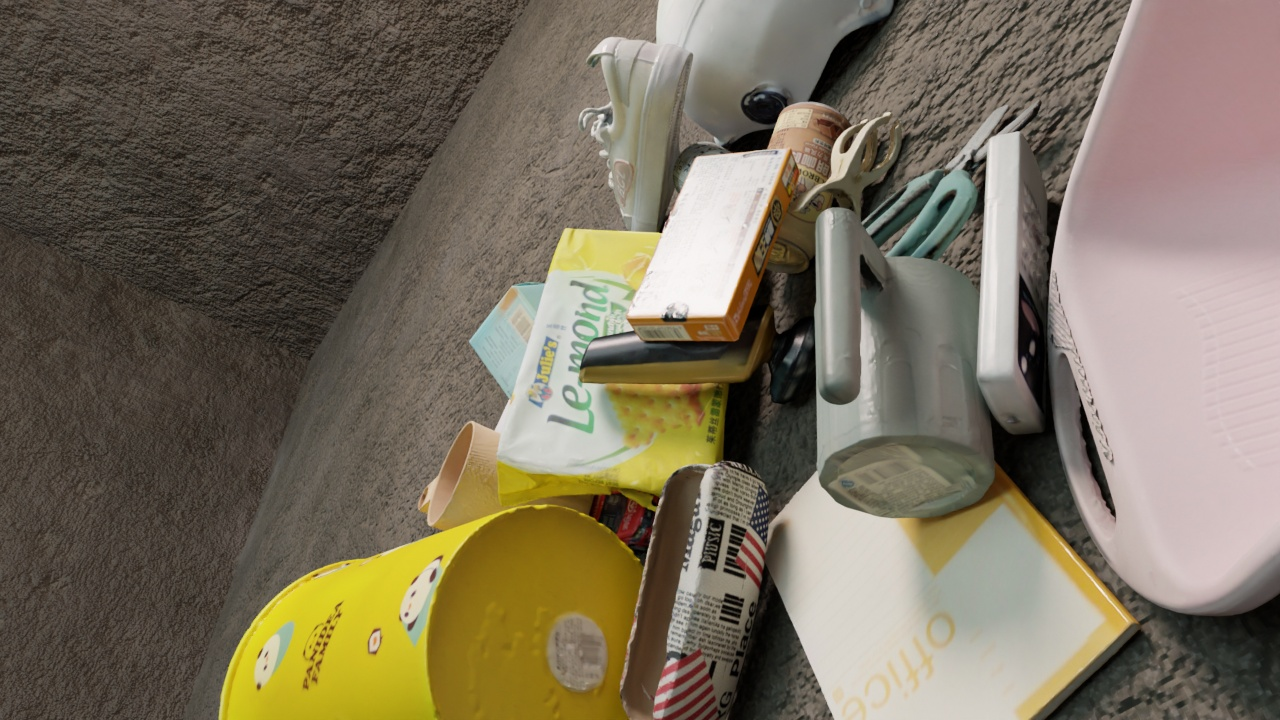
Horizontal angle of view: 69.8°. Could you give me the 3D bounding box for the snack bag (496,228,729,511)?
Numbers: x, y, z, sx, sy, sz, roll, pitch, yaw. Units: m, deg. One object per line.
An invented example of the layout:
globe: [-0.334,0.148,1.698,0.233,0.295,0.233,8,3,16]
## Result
snack bag: [-0.004,0.004,0.689,0.068,0.158,0.245,76,-158,-55]

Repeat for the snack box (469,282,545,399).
snack box: [-0.067,0.021,0.780,0.074,0.051,0.175,-47,71,30]

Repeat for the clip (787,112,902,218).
clip: [0.142,-0.130,0.635,0.099,0.066,0.034,-56,22,-11]

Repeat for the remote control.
remote control: [0.184,-0.039,0.445,0.021,0.058,0.149,-8,56,35]

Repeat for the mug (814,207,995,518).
mug: [0.116,0.003,0.439,0.084,0.124,0.103,-18,47,32]

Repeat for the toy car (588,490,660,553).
toy car: [-0.023,0.124,0.716,0.121,0.045,0.052,-24,46,52]

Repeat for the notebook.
notebook: [0.131,0.107,0.458,0.146,0.010,0.206,-54,25,19]

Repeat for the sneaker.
sneaker: [-0.011,-0.194,0.846,0.243,0.091,0.089,95,-165,-61]

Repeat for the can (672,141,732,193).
can: [0.073,-0.145,0.778,0.058,0.058,0.146,-57,24,13]

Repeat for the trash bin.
trash bin: [-0.126,0.219,0.624,0.256,0.229,0.229,-31,39,42]

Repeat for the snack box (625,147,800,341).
snack box: [0.051,-0.080,0.614,0.075,0.026,0.153,2,54,33]

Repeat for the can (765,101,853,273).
can: [0.114,-0.127,0.676,0.059,0.058,0.116,-9,58,62]

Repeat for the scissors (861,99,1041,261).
scissors: [0.159,-0.083,0.553,0.170,0.019,0.182,-53,8,-20]

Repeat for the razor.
razor: [0.038,0.000,0.615,0.062,0.168,0.068,-54,-42,-65]

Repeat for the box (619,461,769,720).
box: [0.035,0.138,0.529,0.087,0.076,0.162,90,-165,-75]

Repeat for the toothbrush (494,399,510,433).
toothbrush: [-0.111,-0.008,1.055,0.026,0.027,0.221,55,-121,-79]

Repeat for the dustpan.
dustpan: [0.179,-0.046,0.285,0.139,0.273,0.222,-18,41,25]

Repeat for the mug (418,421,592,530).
mug: [-0.109,0.112,0.721,0.125,0.103,0.084,-40,31,52]

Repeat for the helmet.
helmet: [0.094,-0.326,0.815,0.259,0.146,0.228,-37,34,46]
